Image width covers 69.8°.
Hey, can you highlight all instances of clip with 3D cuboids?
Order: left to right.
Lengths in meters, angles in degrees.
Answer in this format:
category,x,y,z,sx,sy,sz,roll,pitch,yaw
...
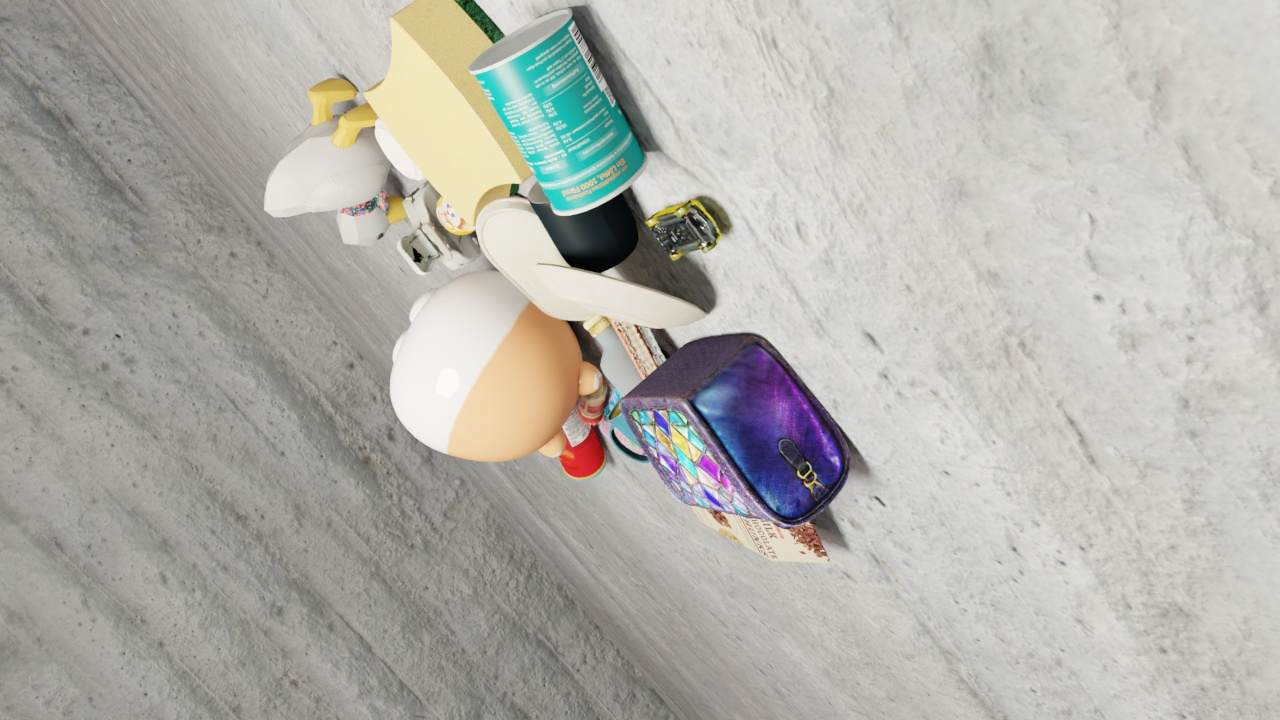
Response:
category,x,y,z,sx,sy,sz,roll,pitch,yaw
clip,-0.283,-0.175,1.273,0.082,0.147,0.125,-26,115,27

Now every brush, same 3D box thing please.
category,x,y,z,sx,sy,sz,roll,pitch,yaw
brush,-0.193,-0.265,0.992,0.195,0.075,0.251,51,159,-12

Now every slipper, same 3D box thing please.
category,x,y,z,sx,sy,sz,roll,pitch,yaw
slipper,-0.108,-0.121,1.070,0.114,0.054,0.274,0,158,13

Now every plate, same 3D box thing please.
category,x,y,z,sx,sy,sz,roll,pitch,yaw
plate,-0.026,-0.061,0.961,0.189,0.027,0.189,16,178,0

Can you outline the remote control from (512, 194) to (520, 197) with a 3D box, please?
category,x,y,z,sx,sy,sz,roll,pitch,yaw
remote control,-0.141,-0.171,1.131,0.114,0.028,0.060,30,155,34

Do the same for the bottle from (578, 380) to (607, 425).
category,x,y,z,sx,sy,sz,roll,pitch,yaw
bottle,-0.074,0.063,1.413,0.044,0.044,0.109,42,159,13

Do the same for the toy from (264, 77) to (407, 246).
category,x,y,z,sx,sy,sz,roll,pitch,yaw
toy,-0.437,-0.266,1.343,0.141,0.245,0.268,39,136,22

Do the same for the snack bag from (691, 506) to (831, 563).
category,x,y,z,sx,sy,sz,roll,pitch,yaw
snack bag,0.148,0.187,1.162,0.206,0.069,0.094,20,147,51

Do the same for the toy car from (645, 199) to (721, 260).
category,x,y,z,sx,sy,sz,roll,pitch,yaw
toy car,0.042,-0.123,0.854,0.049,0.030,0.107,54,161,-16

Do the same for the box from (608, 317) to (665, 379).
category,x,y,z,sx,sy,sz,roll,pitch,yaw
box,0.006,0.005,1.088,0.058,0.053,0.187,-22,99,48

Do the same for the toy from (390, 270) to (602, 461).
category,x,y,z,sx,sy,sz,roll,pitch,yaw
toy,-0.205,0.014,1.289,0.281,0.263,0.265,29,-158,-2

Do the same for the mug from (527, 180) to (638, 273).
category,x,y,z,sx,sy,sz,roll,pitch,yaw
mug,-0.058,-0.154,0.941,0.094,0.085,0.121,60,-176,-33

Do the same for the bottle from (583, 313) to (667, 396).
category,x,y,z,sx,sy,sz,roll,pitch,yaw
bottle,-0.007,0.007,1.131,0.161,0.072,0.046,50,162,-9

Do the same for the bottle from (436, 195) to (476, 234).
category,x,y,z,sx,sy,sz,roll,pitch,yaw
bottle,-0.226,-0.201,1.195,0.063,0.063,0.109,52,159,-14

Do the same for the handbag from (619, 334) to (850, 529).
category,x,y,z,sx,sy,sz,roll,pitch,yaw
handbag,0.105,0.092,0.992,0.222,0.125,0.205,54,159,-13

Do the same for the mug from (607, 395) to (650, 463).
category,x,y,z,sx,sy,sz,roll,pitch,yaw
mug,0.012,0.091,1.214,0.104,0.084,0.112,42,122,-10

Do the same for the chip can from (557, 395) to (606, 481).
category,x,y,z,sx,sy,sz,roll,pitch,yaw
chip can,-0.121,0.114,1.540,0.087,0.087,0.213,33,157,34

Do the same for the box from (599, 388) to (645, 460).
category,x,y,z,sx,sy,sz,roll,pitch,yaw
box,0.014,0.116,1.357,0.159,0.035,0.231,42,160,8

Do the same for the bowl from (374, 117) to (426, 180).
category,x,y,z,sx,sy,sz,roll,pitch,yaw
bowl,-0.290,-0.281,1.173,0.115,0.062,0.115,40,159,19

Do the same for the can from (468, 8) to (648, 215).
category,x,y,z,sx,sy,sz,roll,pitch,yaw
can,-0.069,-0.215,0.804,0.099,0.099,0.144,18,145,53
